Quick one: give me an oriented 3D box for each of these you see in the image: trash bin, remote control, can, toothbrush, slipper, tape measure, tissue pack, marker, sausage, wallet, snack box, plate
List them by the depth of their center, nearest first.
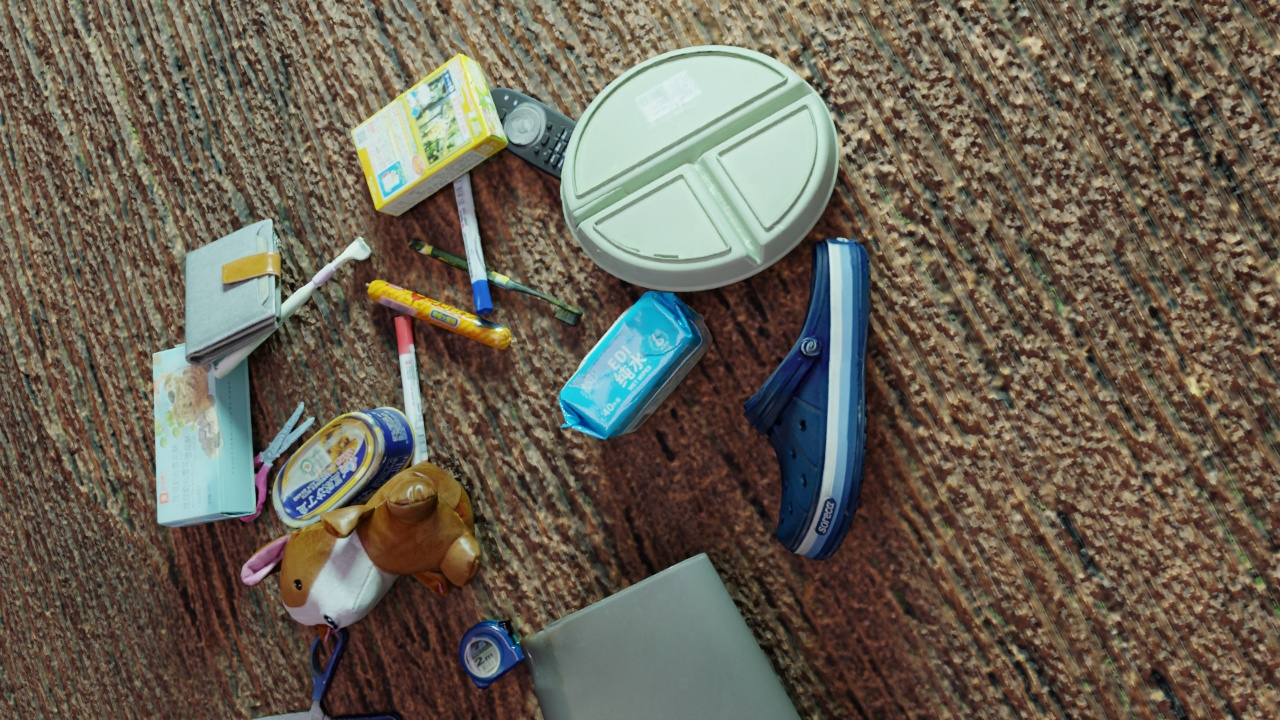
[{"bbox_3d":[0.027,0.281,0.695,0.199,0.199,0.219,-25,74,-5],"label":"trash bin"},{"bbox_3d":[0.128,0.028,0.712,0.095,0.105,0.252,6,89,9],"label":"slipper"},{"bbox_3d":[0.042,-0.162,0.738,0.230,0.027,0.229,-5,67,12],"label":"plate"},{"bbox_3d":[-0.005,0.004,0.760,0.063,0.090,0.140,43,101,12],"label":"tissue pack"},{"bbox_3d":[-0.086,-0.198,0.819,0.136,0.024,0.053,33,101,16],"label":"remote control"},{"bbox_3d":[-0.135,0.263,0.831,0.058,0.025,0.054,-37,78,9],"label":"tape measure"},{"bbox_3d":[-0.194,-0.202,0.833,0.141,0.033,0.087,-27,76,25],"label":"snack box"},{"bbox_3d":[-0.154,-0.113,0.834,0.017,0.017,0.145,-15,78,16],"label":"marker"},{"bbox_3d":[-0.136,-0.073,0.839,0.186,0.012,0.017,24,87,15],"label":"toothbrush"},{"bbox_3d":[-0.187,-0.043,0.850,0.165,0.021,0.021,20,95,15],"label":"sausage"},{"bbox_3d":[-0.276,0.100,0.852,0.148,0.049,0.074,-38,77,20],"label":"can"},{"bbox_3d":[-0.215,0.031,0.860,0.017,0.017,0.145,-8,88,16],"label":"marker"},{"bbox_3d":[-0.331,-0.048,0.871,0.189,0.020,0.029,-42,48,-2],"label":"toothbrush"},{"bbox_3d":[-0.389,-0.070,0.874,0.107,0.037,0.129,-25,56,9],"label":"wallet"},{"bbox_3d":[-0.426,0.071,0.894,0.074,0.051,0.174,-11,78,15],"label":"snack box"}]

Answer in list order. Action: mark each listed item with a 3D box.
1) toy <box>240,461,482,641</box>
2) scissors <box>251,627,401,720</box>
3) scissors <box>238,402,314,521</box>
[{"bbox_3d":[-0.239,0.178,0.808,0.200,0.130,0.140,-24,117,12],"label":"toy"},{"bbox_3d":[-0.304,0.339,0.888,0.162,0.012,0.176,13,94,16],"label":"scissors"},{"bbox_3d":[-0.374,0.089,0.911,0.077,0.017,0.137,36,96,22],"label":"scissors"}]
